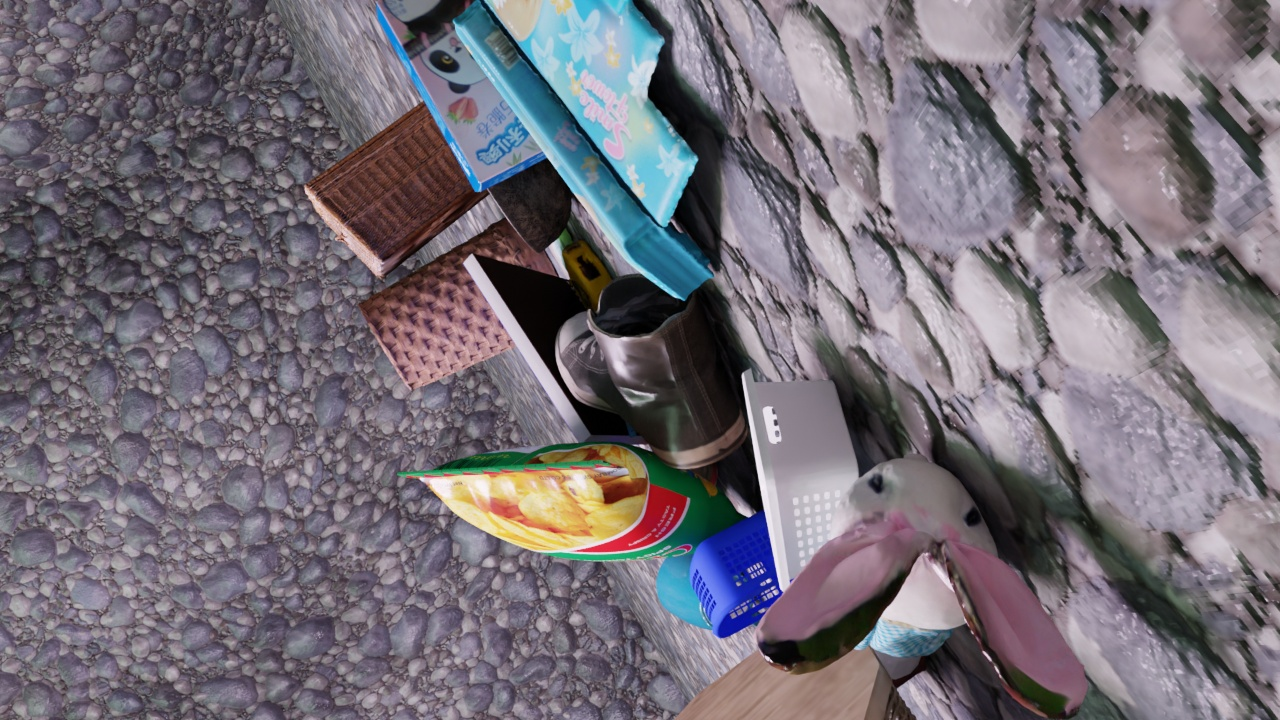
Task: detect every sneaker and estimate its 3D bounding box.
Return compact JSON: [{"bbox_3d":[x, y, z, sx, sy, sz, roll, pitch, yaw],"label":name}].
[{"bbox_3d":[-0.012,-0.018,0.706,0.235,0.095,0.120,44,158,58],"label":"sneaker"}]

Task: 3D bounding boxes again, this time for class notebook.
[{"bbox_3d":[-0.059,-0.007,0.868,0.209,0.022,0.171,55,-159,22],"label":"notebook"}]

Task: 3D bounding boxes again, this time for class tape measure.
[{"bbox_3d":[-0.046,-0.069,0.858,0.059,0.030,0.068,53,167,36],"label":"tape measure"}]

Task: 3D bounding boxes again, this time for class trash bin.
[{"bbox_3d":[-0.207,-0.060,1.095,0.151,0.210,0.151,56,168,18],"label":"trash bin"}]

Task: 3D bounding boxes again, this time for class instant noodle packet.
[{"bbox_3d":[-0.037,0.116,0.746,0.252,0.196,0.090,30,-121,-51],"label":"instant noodle packet"}]

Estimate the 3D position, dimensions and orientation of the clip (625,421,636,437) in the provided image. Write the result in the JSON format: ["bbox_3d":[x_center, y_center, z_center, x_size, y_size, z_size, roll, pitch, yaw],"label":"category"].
[{"bbox_3d":[-0.023,0.012,0.817,0.028,0.113,0.126,89,161,-60],"label":"clip"}]

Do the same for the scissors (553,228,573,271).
[{"bbox_3d":[-0.090,-0.152,0.884,0.175,0.033,0.072,62,172,-25],"label":"scissors"}]

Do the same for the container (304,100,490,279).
[{"bbox_3d":[-0.267,-0.197,1.050,0.113,0.198,0.114,49,166,-6],"label":"container"}]

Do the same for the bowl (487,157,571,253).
[{"bbox_3d":[-0.093,-0.156,0.767,0.121,0.056,0.121,58,-174,-10],"label":"bowl"}]

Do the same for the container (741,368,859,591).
[{"bbox_3d":[0.094,0.068,0.526,0.129,0.049,0.080,74,-172,-48],"label":"container"}]

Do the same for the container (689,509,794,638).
[{"bbox_3d":[0.087,0.169,0.735,0.058,0.096,0.114,59,169,26],"label":"container"}]

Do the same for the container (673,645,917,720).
[{"bbox_3d":[0.116,0.294,0.528,0.196,0.226,0.227,52,168,-4],"label":"container"}]

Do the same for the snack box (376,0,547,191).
[{"bbox_3d":[-0.123,-0.215,0.692,0.154,0.088,0.033,60,168,-4],"label":"snack box"}]

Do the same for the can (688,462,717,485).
[{"bbox_3d":[0.037,0.128,0.897,0.067,0.067,0.170,55,167,20],"label":"can"}]

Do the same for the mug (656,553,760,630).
[{"bbox_3d":[0.086,0.261,1.012,0.112,0.084,0.104,34,168,-17],"label":"mug"}]

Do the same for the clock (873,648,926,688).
[{"bbox_3d":[0.152,0.183,0.623,0.087,0.044,0.125,51,165,34],"label":"clock"}]

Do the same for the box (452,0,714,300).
[{"bbox_3d":[-0.039,-0.156,0.555,0.227,0.074,0.181,55,168,23],"label":"box"}]

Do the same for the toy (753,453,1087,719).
[{"bbox_3d":[0.138,0.101,0.452,0.205,0.131,0.105,35,-116,-71],"label":"toy"}]
